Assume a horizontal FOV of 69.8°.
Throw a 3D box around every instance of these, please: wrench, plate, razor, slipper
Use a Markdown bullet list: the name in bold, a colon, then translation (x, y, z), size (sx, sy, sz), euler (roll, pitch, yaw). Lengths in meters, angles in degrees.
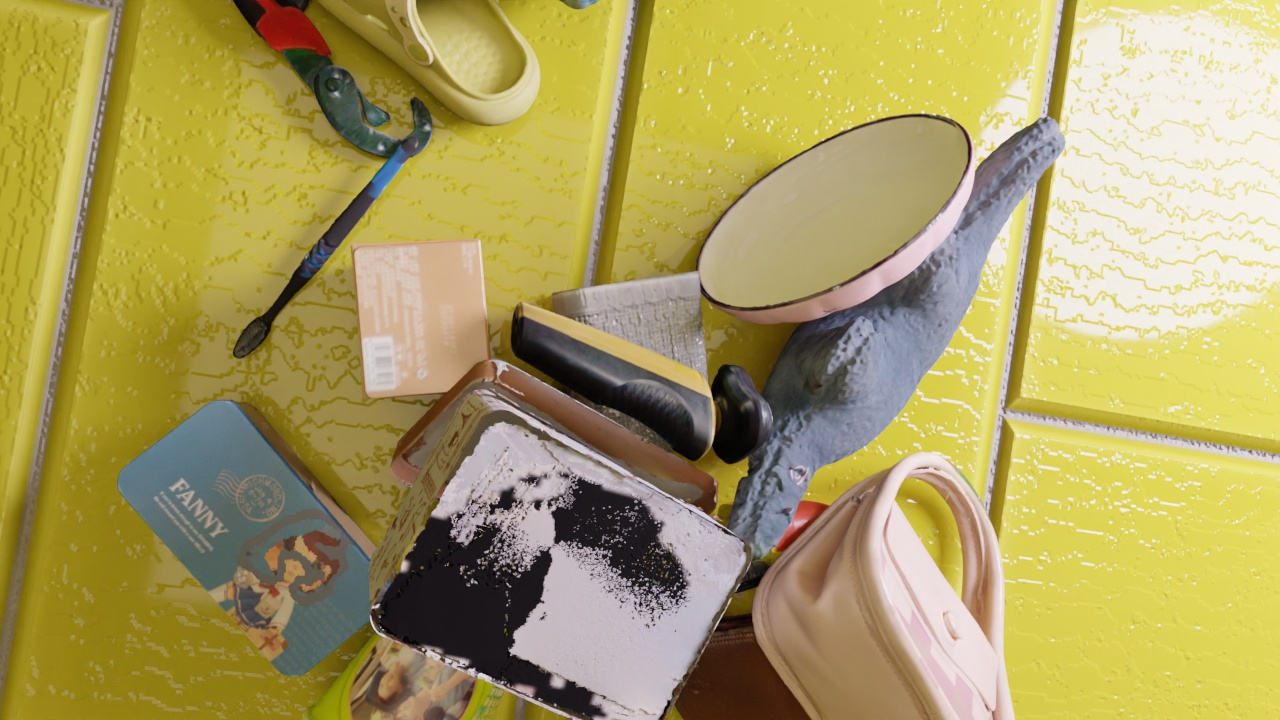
- **wrench**: translation (-0.243, -0.238, 0.597), size (0.056, 0.016, 0.273), euler (-44, 103, -9)
- **plate**: translation (0.127, -0.086, 0.597), size (0.192, 0.192, 0.039), euler (-42, 119, -8)
- **razor**: translation (-0.001, 0.010, 0.552), size (0.167, 0.062, 0.067), euler (25, 60, -7)
- **slipper**: translation (-0.136, -0.238, 0.590), size (0.190, 0.082, 0.091), euler (43, 65, -13)

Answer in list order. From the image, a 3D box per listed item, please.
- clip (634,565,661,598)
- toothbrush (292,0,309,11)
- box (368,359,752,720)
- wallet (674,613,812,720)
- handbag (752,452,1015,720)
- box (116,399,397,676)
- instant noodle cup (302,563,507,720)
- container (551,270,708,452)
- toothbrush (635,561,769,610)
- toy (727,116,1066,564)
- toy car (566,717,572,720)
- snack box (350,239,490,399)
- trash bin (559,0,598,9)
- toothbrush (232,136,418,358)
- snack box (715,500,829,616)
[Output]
- **clip**: translation (0.006, 0.162, 0.655), size (0.056, 0.014, 0.040), euler (27, 86, -10)
- **toothbrush**: translation (-0.201, -0.293, 0.617), size (0.015, 0.018, 0.181), euler (30, 86, -16)
- **box**: translation (-0.059, 0.096, 0.552), size (0.182, 0.178, 0.152), euler (32, 84, -18)
- **wallet**: translation (0.068, 0.218, 0.617), size (0.032, 0.125, 0.101), euler (-40, 100, -45)
- **handbag**: translation (0.188, 0.159, 0.611), size (0.193, 0.094, 0.233), euler (57, 41, -11)
- **box**: translation (-0.242, 0.105, 0.586), size (0.089, 0.061, 0.184), euler (-42, 98, -9)
- **instant noodle cup**: translation (-0.131, 0.200, 0.588), size (0.111, 0.112, 0.123), euler (35, 76, -9)
- **container**: translation (-0.004, 0.004, 0.617), size (0.090, 0.090, 0.114), euler (-9, 95, -10)
- **toothbrush**: translation (0.000, 0.163, 0.615), size (0.189, 0.014, 0.016), euler (-18, 77, 17)
- **toy**: translation (0.157, -0.012, 0.617), size (0.091, 0.138, 0.355), euler (39, 77, 2)
- **toy car**: translation (-0.016, 0.260, 0.641), size (0.049, 0.031, 0.105), euler (-33, 94, -8)
- **snack box**: translation (-0.137, -0.025, 0.587), size (0.077, 0.094, 0.093), euler (-5, 90, -10)
- **trash bin**: translation (-0.015, -0.339, 0.565), size (0.195, 0.226, 0.226), euler (-39, 97, 4)
- **toothbrush**: translation (-0.209, -0.075, 0.609), size (0.014, 0.016, 0.189), euler (40, 88, -15)
- **snack box**: translation (0.100, 0.142, 0.643), size (0.080, 0.082, 0.091), euler (-6, 91, -24)
